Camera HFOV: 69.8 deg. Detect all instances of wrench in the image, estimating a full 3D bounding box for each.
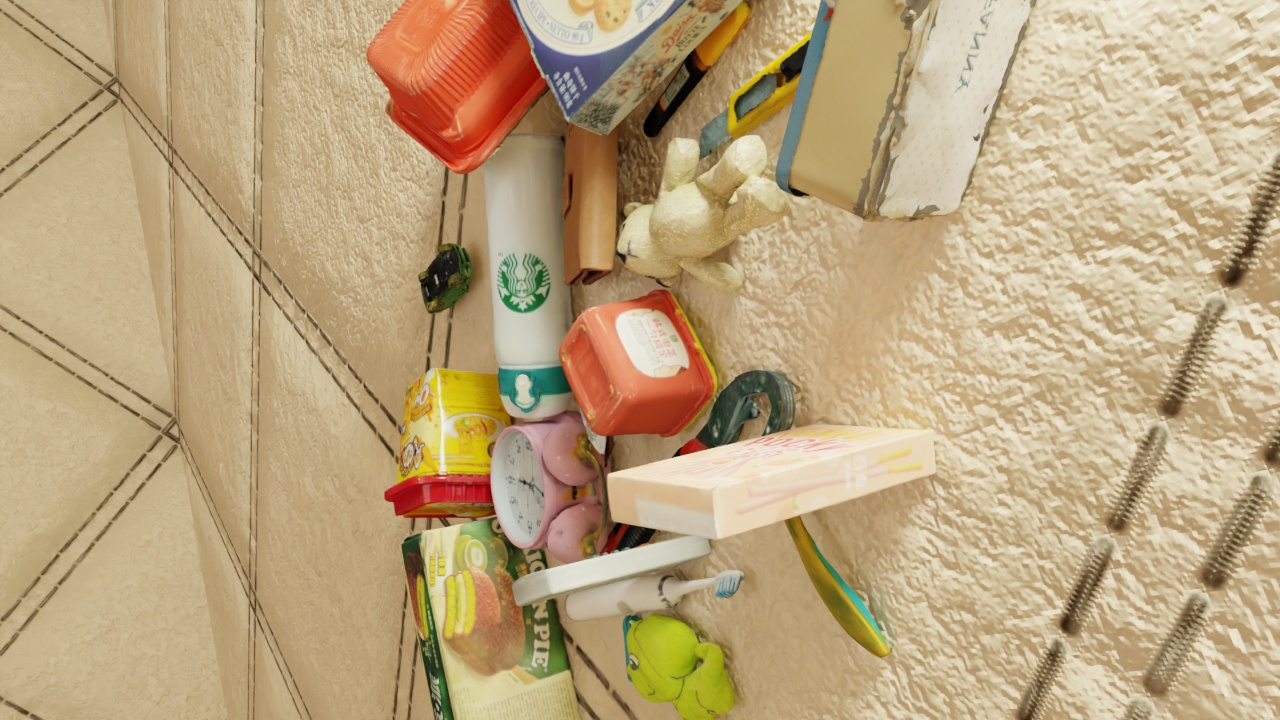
[{"bbox_3d":[0.028,0.088,0.649,0.274,0.016,0.056,-52,39,46],"label":"wrench"}]

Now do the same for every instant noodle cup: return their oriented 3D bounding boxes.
[{"bbox_3d":[-0.171,0.078,0.853,0.116,0.116,0.123,-28,61,53],"label":"instant noodle cup"},{"bbox_3d":[-0.139,-0.247,0.720,0.164,0.079,0.189,-51,44,1],"label":"instant noodle cup"}]

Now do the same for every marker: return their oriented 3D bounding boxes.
[{"bbox_3d":[0.034,-0.188,0.601,0.124,0.015,0.018,-44,60,51],"label":"marker"}]

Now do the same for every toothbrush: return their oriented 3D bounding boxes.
[{"bbox_3d":[0.006,0.176,0.690,0.222,0.026,0.026,-28,35,52],"label":"toothbrush"}]

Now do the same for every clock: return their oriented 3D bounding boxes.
[{"bbox_3d":[-0.067,0.102,0.743,0.159,0.059,0.117,3,95,54],"label":"clock"}]

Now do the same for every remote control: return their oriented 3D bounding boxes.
[{"bbox_3d":[-0.019,0.141,0.625,0.056,0.134,0.019,-35,66,52],"label":"remote control"}]

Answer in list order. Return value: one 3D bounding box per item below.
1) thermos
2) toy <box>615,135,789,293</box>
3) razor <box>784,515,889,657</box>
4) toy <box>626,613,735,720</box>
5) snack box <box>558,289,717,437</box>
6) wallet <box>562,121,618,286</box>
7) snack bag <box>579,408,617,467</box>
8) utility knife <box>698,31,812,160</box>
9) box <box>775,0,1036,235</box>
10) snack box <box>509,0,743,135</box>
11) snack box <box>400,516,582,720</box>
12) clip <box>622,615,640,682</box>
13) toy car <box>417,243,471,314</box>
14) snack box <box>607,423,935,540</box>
[{"bbox_3d":[-0.090,-0.066,0.743,0.073,0.073,0.224,7,102,53],"label":"thermos"},{"bbox_3d":[0.036,-0.089,0.571,0.158,0.066,0.105,-21,96,61],"label":"toy"},{"bbox_3d":[0.108,0.114,0.543,0.043,0.028,0.132,-47,60,42],"label":"razor"},{"bbox_3d":[0.026,0.223,0.666,0.100,0.031,0.097,52,128,32],"label":"toy"},{"bbox_3d":[-0.004,0.004,0.628,0.082,0.080,0.091,-52,55,44],"label":"snack box"},{"bbox_3d":[-0.038,-0.123,0.663,0.108,0.031,0.131,175,97,-76],"label":"wallet"},{"bbox_3d":[-0.032,0.032,0.694,0.104,0.026,0.048,-113,26,-56],"label":"snack bag"},{"bbox_3d":[0.087,-0.163,0.530,0.191,0.015,0.033,-27,72,53],"label":"utility knife"},{"bbox_3d":[0.126,-0.144,0.419,0.063,0.089,0.185,37,123,37],"label":"box"},{"bbox_3d":[-0.008,-0.269,0.575,0.183,0.045,0.177,-38,64,30],"label":"snack box"},{"bbox_3d":[-0.130,0.262,0.816,0.063,0.114,0.240,-29,72,53],"label":"snack box"},{"bbox_3d":[-0.002,0.227,0.721,0.034,0.013,0.055,-25,75,52],"label":"clip"},{"bbox_3d":[-0.191,-0.080,0.906,0.091,0.036,0.043,-39,63,51],"label":"toy car"},{"bbox_3d":[0.070,0.058,0.472,0.085,0.157,0.026,-3,95,53],"label":"snack box"}]
